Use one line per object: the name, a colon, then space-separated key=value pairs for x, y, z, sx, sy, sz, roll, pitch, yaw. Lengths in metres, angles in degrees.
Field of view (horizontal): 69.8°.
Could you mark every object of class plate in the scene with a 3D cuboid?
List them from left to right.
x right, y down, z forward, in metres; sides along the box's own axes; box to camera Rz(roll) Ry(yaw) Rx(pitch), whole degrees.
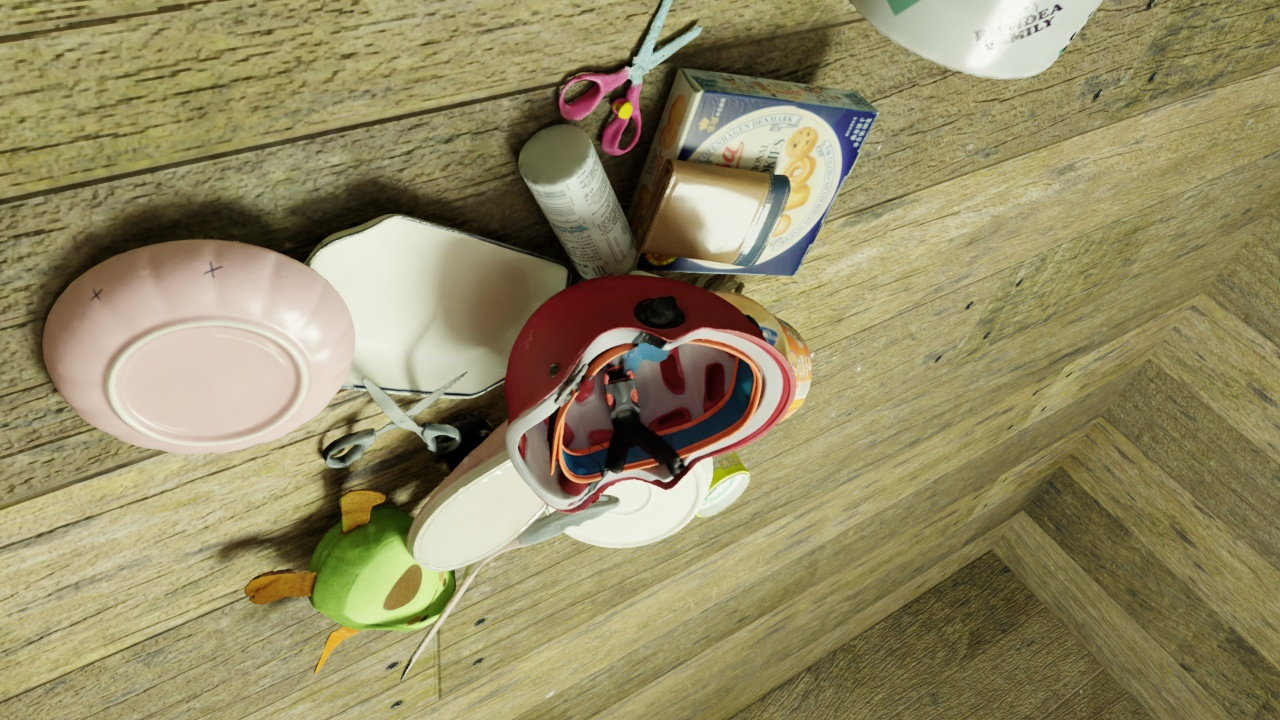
plate: x=-0.288 y=0.005 z=0.615 sx=0.192 sy=0.039 sz=0.193 roll=-15 pitch=141 yaw=-12
plate: x=-0.167 y=-0.042 z=0.732 sx=0.265 sy=0.034 sz=0.162 roll=9 pitch=126 yaw=-52
plate: x=-0.019 y=0.133 z=1.006 sx=0.205 sy=0.045 sz=0.205 roll=-2 pitch=128 yaw=-3

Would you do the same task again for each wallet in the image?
wallet: x=0.060 y=-0.122 z=0.768 sx=0.115 sy=0.033 sz=0.090 roll=2 pitch=131 yaw=-27

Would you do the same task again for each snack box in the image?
snack box: x=0.091 y=-0.157 z=0.806 sx=0.182 sy=0.045 sz=0.178 roll=-2 pitch=135 yaw=-26

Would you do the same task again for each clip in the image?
clip: x=0.065 y=-0.057 z=0.968 sx=0.100 sy=0.034 sz=0.070 roll=-46 pitch=150 yaw=21

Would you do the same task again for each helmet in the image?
helmet: x=-0.005 y=0.008 z=0.777 sx=0.240 sy=0.143 sz=0.207 roll=-15 pitch=141 yaw=-7

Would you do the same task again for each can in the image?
can: x=-0.046 y=-0.120 z=0.735 sx=0.058 sy=0.058 sz=0.147 roll=-37 pitch=150 yaw=-4

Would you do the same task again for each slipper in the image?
slipper: x=-0.111 y=0.102 z=0.892 sx=0.274 sy=0.054 sz=0.114 roll=-37 pitch=136 yaw=-6

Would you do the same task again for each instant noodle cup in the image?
instant noodle cup: x=0.066 y=0.120 z=1.113 sx=0.111 sy=0.123 sz=0.112 roll=-27 pitch=148 yaw=-19
instant noodle cup: x=0.100 y=0.009 z=0.933 sx=0.152 sy=0.151 sz=0.111 roll=-51 pitch=157 yaw=19

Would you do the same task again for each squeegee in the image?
squeegee: x=-0.119 y=0.186 z=0.931 sx=0.250 sy=0.040 sz=0.247 roll=-34 pitch=-169 yaw=28

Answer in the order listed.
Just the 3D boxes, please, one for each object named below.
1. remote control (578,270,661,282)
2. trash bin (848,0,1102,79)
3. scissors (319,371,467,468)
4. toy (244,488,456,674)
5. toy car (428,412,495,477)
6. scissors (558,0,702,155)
remote control: x=-0.013 y=-0.066 z=0.878 sx=0.124 sy=0.024 sz=0.049 roll=11 pitch=124 yaw=-51
trash bin: x=0.268 y=-0.351 z=0.621 sx=0.229 sy=0.229 sz=0.253 roll=-20 pitch=151 yaw=-29
scissors: x=-0.209 y=0.052 z=0.785 sx=0.159 sy=0.014 sz=0.178 roll=-20 pitch=154 yaw=0
toy: x=-0.259 y=0.210 z=0.912 sx=0.226 sy=0.090 sz=0.247 roll=-50 pitch=151 yaw=-7
toy car: x=-0.158 y=0.105 z=0.928 sx=0.070 sy=0.042 sz=0.158 roll=-37 pitch=139 yaw=-9
scissors: x=-0.011 y=-0.217 z=0.691 sx=0.118 sy=0.017 sz=0.134 roll=-1 pitch=129 yaw=-41
